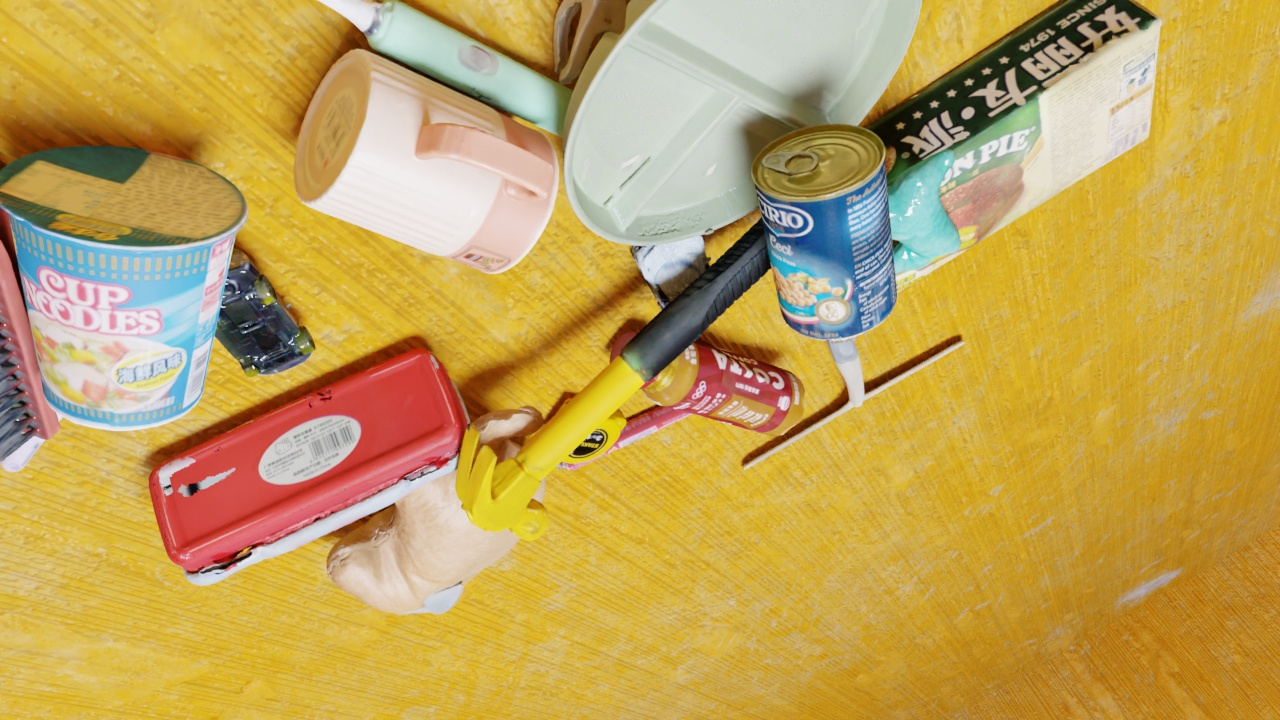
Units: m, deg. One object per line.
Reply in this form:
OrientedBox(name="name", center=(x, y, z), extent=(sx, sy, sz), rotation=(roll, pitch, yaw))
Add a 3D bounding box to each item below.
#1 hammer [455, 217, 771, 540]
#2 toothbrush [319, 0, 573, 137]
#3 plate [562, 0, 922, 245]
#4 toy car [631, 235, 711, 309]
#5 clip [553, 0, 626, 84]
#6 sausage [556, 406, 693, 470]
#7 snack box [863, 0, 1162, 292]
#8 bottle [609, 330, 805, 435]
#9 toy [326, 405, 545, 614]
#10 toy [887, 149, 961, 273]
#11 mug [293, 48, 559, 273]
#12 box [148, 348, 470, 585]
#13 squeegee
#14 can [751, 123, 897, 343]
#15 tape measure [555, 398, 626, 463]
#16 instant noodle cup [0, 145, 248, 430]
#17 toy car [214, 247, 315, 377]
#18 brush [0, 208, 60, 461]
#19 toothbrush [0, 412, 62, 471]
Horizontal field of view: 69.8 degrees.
OrientedBox(name="hammer", center=(-0.004, 0.004, 0.611), extent=(0.300, 0.033, 0.129), rotation=(-43, 152, -1))
OrientedBox(name="toothbrush", center=(-0.100, -0.153, 0.451), extent=(0.224, 0.026, 0.027), rotation=(15, 168, -43))
OrientedBox(name="plate", center=(0.055, -0.151, 0.514), extent=(0.230, 0.027, 0.230), rotation=(-27, 157, -13))
OrientedBox(name="toy car", center=(0.030, -0.056, 0.644), extent=(0.049, 0.031, 0.105), rotation=(-31, 142, 1))
OrientedBox(name="clip", center=(-0.021, -0.184, 0.460), extent=(0.034, 0.064, 0.098), rotation=(-11, 147, -21))
OrientedBox(name="sausage", center=(0.001, 0.056, 0.767), extent=(0.155, 0.020, 0.020), rotation=(-24, 143, -7))
OrientedBox(name="snack box", center=(0.238, -0.145, 0.645), extent=(0.240, 0.063, 0.114), rotation=(-32, 143, 6))
OrientedBox(name="bottle", center=(0.054, 0.016, 0.718), extent=(0.174, 0.057, 0.058), rotation=(17, 124, -38))
OrientedBox(name="toy", center=(-0.133, 0.105, 0.691), extent=(0.226, 0.082, 0.143), rotation=(-49, 151, 21))
OrientedBox(name="toy", center=(0.176, -0.085, 0.601), extent=(0.097, 0.030, 0.092), rotation=(-36, 138, 19))
OrientedBox(name="mug", center=(-0.098, -0.096, 0.452), extent=(0.105, 0.115, 0.081), rotation=(17, 86, -41))
OrientedBox(name="box", center=(-0.207, 0.073, 0.600), extent=(0.201, 0.090, 0.068), rotation=(-25, 159, -5))
OrientedBox(name="squeegee", center=(0.175, -0.005, 0.791), extent=(0.246, 0.039, 0.247), rotation=(-30, 143, 2))
OrientedBox(name="can", center=(0.114, -0.075, 0.556), extent=(0.075, 0.075, 0.111), rotation=(-24, 131, -5))
OrientedBox(name="tape measure", center=(-0.047, 0.054, 0.727), extent=(0.060, 0.029, 0.057), rotation=(11, 127, -41))
OrientedBox(name="instant noodle cup", center=(-0.240, -0.030, 0.431), extent=(0.099, 0.099, 0.110), rotation=(-2, 126, -31))
OrientedBox(name="toy car", center=(-0.219, -0.025, 0.519), extent=(0.042, 0.035, 0.090), rotation=(-22, 145, -6))
OrientedBox(name="brush", center=(-0.314, -0.026, 0.432), extent=(0.063, 0.069, 0.146), rotation=(20, 131, 4))
OrientedBox(name="toothbrush", center=(-0.309, 0.002, 0.508), extent=(0.189, 0.021, 0.029), rotation=(-43, 143, 21))
